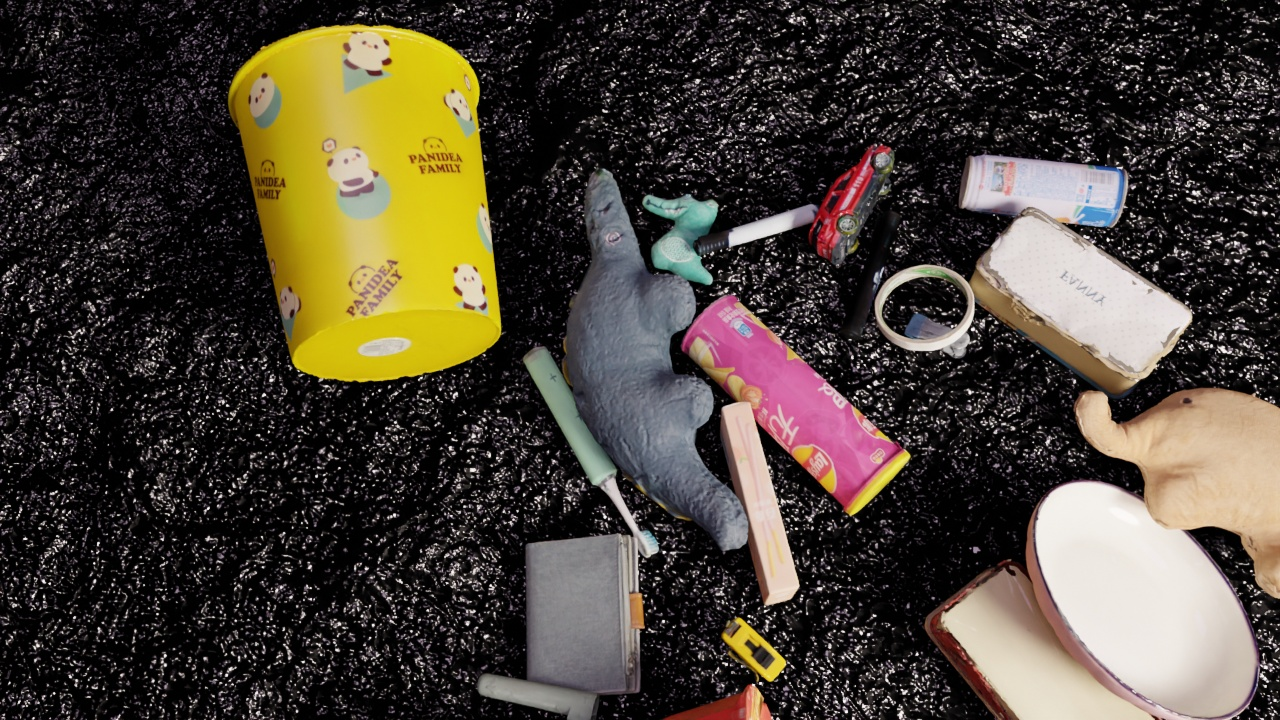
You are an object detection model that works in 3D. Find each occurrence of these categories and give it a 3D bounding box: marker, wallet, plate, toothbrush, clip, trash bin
[{"bbox_3d":[0.214,-0.081,0.856,0.022,0.020,0.131,13,72,29],"label":"marker"},{"bbox_3d":[-0.047,0.218,0.784,0.107,0.037,0.129,-9,69,17],"label":"wallet"},{"bbox_3d":[0.369,0.181,0.694,0.192,0.039,0.192,13,48,-15],"label":"plate"},{"bbox_3d":[0.112,-0.125,0.873,0.130,0.023,0.018,-18,72,-10],"label":"marker"},{"bbox_3d":[-0.047,0.081,0.836,0.027,0.027,0.224,-12,61,-42],"label":"toothbrush"},{"bbox_3d":[0.268,-0.023,0.828,0.057,0.029,0.024,30,72,23],"label":"clip"},{"bbox_3d":[-0.241,-0.129,0.844,0.230,0.230,0.255,-14,75,3],"label":"trash bin"}]

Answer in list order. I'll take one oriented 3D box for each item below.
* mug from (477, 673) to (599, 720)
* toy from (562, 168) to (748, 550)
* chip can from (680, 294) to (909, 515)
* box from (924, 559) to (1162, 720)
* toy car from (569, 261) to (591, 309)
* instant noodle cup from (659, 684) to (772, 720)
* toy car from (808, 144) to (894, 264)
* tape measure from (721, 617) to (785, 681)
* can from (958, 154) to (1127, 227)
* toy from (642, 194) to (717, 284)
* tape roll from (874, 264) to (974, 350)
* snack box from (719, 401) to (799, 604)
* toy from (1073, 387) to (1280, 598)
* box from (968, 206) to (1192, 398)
[{"bbox_3d":[-0.095,0.320,0.732,0.103,0.084,0.123,7,71,13],"label":"mug"},{"bbox_3d":[-0.005,0.005,0.805,0.138,0.091,0.356,-34,67,44],"label":"toy"},{"bbox_3d":[0.130,0.035,0.801,0.071,0.071,0.210,-43,70,-7],"label":"chip can"},{"bbox_3d":[0.305,0.243,0.699,0.091,0.077,0.168,-36,69,-6],"label":"box"},{"bbox_3d":[-0.034,-0.074,0.884,0.043,0.034,0.090,24,90,11],"label":"toy car"},{"bbox_3d":[0.049,0.324,0.688,0.109,0.138,0.137,-16,69,12],"label":"instant noodle cup"},{"bbox_3d":[0.200,-0.150,0.864,0.045,0.053,0.120,30,79,19],"label":"toy car"},{"bbox_3d":[0.088,0.236,0.745,0.057,0.060,0.029,40,81,13],"label":"tape measure"},{"bbox_3d":[0.366,-0.156,0.840,0.135,0.053,0.053,9,72,12],"label":"can"},{"bbox_3d":[0.039,-0.125,0.893,0.096,0.030,0.091,22,71,9],"label":"toy"},{"bbox_3d":[0.256,-0.048,0.829,0.086,0.014,0.085,-10,57,16],"label":"tape roll"},{"bbox_3d":[0.097,0.121,0.770,0.026,0.084,0.157,-14,70,0],"label":"snack box"},{"bbox_3d":[0.460,0.082,0.730,0.226,0.083,0.143,36,63,21],"label":"toy"},{"bbox_3d":[0.383,-0.048,0.800,0.089,0.059,0.184,-45,73,-7],"label":"box"}]
